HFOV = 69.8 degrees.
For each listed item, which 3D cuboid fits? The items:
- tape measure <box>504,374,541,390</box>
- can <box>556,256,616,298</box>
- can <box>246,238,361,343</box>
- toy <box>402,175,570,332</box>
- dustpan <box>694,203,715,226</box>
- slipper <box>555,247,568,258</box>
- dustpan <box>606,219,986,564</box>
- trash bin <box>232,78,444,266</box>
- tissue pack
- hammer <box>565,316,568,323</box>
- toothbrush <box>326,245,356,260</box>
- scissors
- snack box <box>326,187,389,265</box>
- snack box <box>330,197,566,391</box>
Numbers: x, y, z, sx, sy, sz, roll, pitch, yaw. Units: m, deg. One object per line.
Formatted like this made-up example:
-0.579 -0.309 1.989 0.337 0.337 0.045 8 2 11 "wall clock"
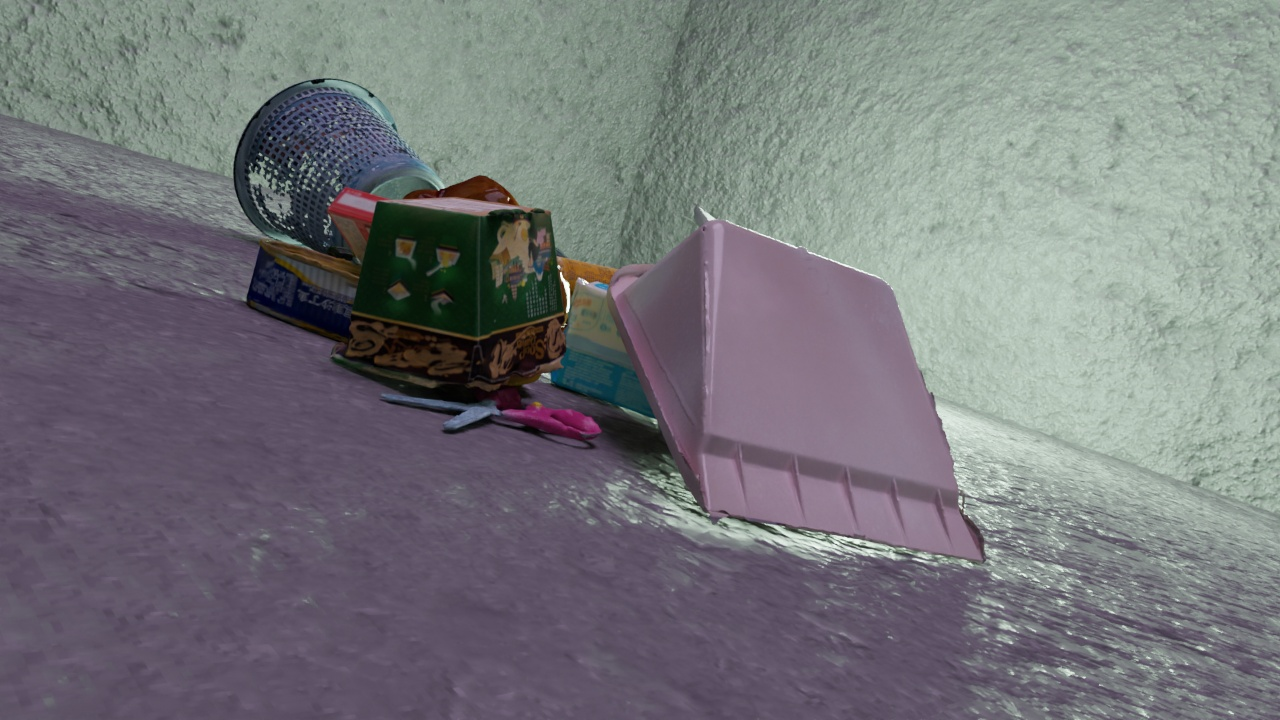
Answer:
-0.099 0.004 0.658 0.060 0.029 0.057 -1 16 -20 "tape measure"
-0.058 -0.089 1.124 0.145 0.058 0.058 8 10 -36 "can"
-0.218 -0.045 0.674 0.148 0.049 0.074 19 6 14 "can"
-0.131 -0.073 0.842 0.199 0.130 0.140 40 18 -57 "toy"
0.158 -0.031 0.961 0.143 0.257 0.222 -5 0 15 "dustpan"
-0.162 -0.107 1.139 0.252 0.105 0.095 12 7 -41 "slipper"
0.084 0.023 0.623 0.222 0.272 0.139 18 -35 -28 "dustpan"
-0.347 -0.203 1.123 0.195 0.227 0.226 37 16 34 "trash bin"
-0.001 -0.006 0.744 0.140 0.090 0.063 18 11 8 "tissue pack"
-0.153 -0.061 1.033 0.300 0.033 0.129 12 9 -18 "hammer"
-0.254 -0.104 0.986 0.017 0.012 0.185 26 12 33 "toothbrush"
-0.091 0.027 0.548 0.133 0.017 0.125 10 11 -29 "scissors"
-0.180 -0.067 0.721 0.075 0.025 0.153 18 -28 22 "snack box"
-0.115 -0.049 0.583 0.118 0.106 0.118 12 15 25 "snack box"
